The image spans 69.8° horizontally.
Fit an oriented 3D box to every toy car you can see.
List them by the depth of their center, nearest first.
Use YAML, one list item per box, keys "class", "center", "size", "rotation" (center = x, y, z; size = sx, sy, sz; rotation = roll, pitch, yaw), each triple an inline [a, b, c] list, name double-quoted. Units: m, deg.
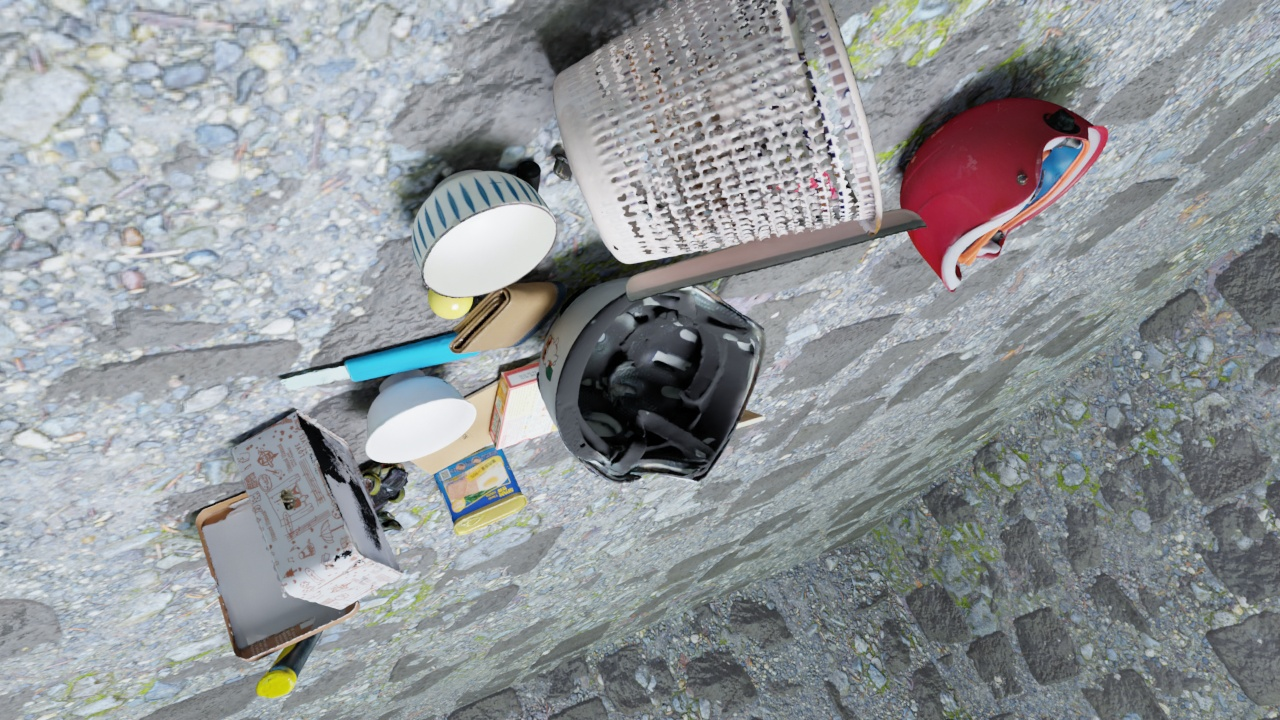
- class: "toy car"
  center: [-0.353, 0.172, 1.110]
  size: [0.158, 0.042, 0.070]
  rotation: [-31, 157, 4]

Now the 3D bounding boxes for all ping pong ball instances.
- class: "ping pong ball"
  center: [-0.174, -0.058, 0.839]
  size: [0.040, 0.040, 0.040]
  rotation: [-24, 156, -11]

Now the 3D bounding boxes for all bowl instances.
- class: "bowl"
  center: [-0.133, -0.111, 0.744]
  size: [0.116, 0.066, 0.117]
  rotation: [-24, 157, -11]
- class: "bowl"
  center: [-0.238, 0.049, 0.957]
  size: [0.118, 0.064, 0.118]
  rotation: [-24, 156, -12]

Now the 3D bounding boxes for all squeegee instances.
- class: "squeegee"
  center: [0.079, -0.129, 0.820]
  size: [0.247, 0.249, 0.040]
  rotation: [-16, 110, -8]

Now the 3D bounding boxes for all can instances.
- class: "can"
  center: [0.160, -0.184, 0.919]
  size: [0.066, 0.066, 0.094]
  rotation: [-32, 156, 8]
- class: "can"
  center: [-0.212, 0.170, 1.211]
  size: [0.102, 0.083, 0.057]
  rotation: [-22, 156, -13]

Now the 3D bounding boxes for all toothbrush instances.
- class: "toothbrush"
  center: [-0.018, -0.147, 0.846]
  size: [0.212, 0.026, 0.027]
  rotation: [18, 91, -59]

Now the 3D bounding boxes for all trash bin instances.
- class: "trash bin"
  center: [0.050, -0.170, 0.675]
  size: [0.192, 0.227, 0.227]
  rotation: [-18, 158, 9]

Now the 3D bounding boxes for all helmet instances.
- class: "helmet"
  center: [-0.006, 0.006, 0.998]
  size: [0.273, 0.157, 0.230]
  rotation: [11, 104, -38]
- class: "helmet"
  center: [0.392, -0.211, 1.032]
  size: [0.239, 0.144, 0.207]
  rotation: [-35, 161, -22]

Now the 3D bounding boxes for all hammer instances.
- class: "hammer"
  center: [-0.365, 0.275, 1.084]
  size: [0.126, 0.032, 0.322]
  rotation: [-33, -164, 12]

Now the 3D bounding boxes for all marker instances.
- class: "marker"
  center: [-0.103, -0.124, 0.808]
  size: [0.022, 0.020, 0.132]
  rotation: [-40, 165, -28]

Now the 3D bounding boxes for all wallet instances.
- class: "wallet"
  center: [-0.128, -0.042, 0.894]
  size: [0.090, 0.033, 0.115]
  rotation: [-42, 171, 20]

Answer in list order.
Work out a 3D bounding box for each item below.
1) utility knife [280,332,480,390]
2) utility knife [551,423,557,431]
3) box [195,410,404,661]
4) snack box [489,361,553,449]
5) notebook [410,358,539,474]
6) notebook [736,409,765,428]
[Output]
- class: "utility knife"
  center: [-0.249, 0.001, 0.905]
  size: [0.204, 0.018, 0.034]
  rotation: [-15, 142, -28]
- class: "utility knife"
  center: [-0.080, 0.081, 1.271]
  size: [0.206, 0.021, 0.031]
  rotation: [-12, 158, -42]
- class: "box"
  center: [-0.377, 0.185, 0.944]
  size: [0.193, 0.183, 0.157]
  rotation: [-29, 156, -5]
- class: "snack box"
  center: [-0.135, 0.053, 1.105]
  size: [0.077, 0.027, 0.156]
  rotation: [-17, 154, -24]
- class: "notebook"
  center: [-0.193, 0.072, 1.127]
  size: [0.207, 0.008, 0.148]
  rotation: [-28, 157, -1]
- class: "notebook"
  center: [0.037, 0.068, 1.191]
  size: [0.149, 0.012, 0.212]
  rotation: [-14, -163, -31]
